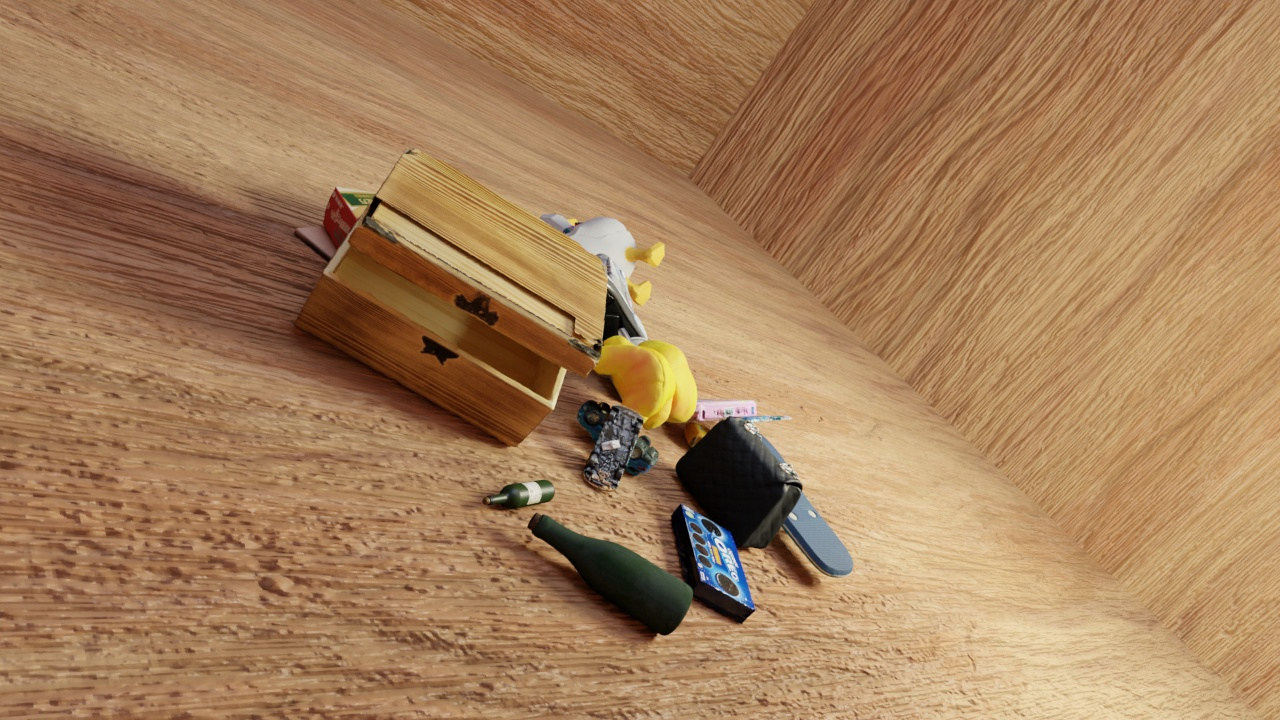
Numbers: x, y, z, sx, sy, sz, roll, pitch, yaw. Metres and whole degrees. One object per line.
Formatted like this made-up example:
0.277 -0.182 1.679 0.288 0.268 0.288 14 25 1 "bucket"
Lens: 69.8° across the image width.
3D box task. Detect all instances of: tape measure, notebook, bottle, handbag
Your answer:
0.096 0.120 1.380 0.059 0.030 0.068 32 11 -17 "tape measure"
-0.325 -0.107 1.183 0.209 0.008 0.141 39 18 5 "notebook"
-0.034 0.201 0.895 0.174 0.055 0.055 34 18 -7 "bottle"
0.145 0.161 1.219 0.114 0.125 0.153 18 26 -46 "handbag"
-0.124 0.137 0.929 0.025 0.025 0.106 45 19 23 "bottle"

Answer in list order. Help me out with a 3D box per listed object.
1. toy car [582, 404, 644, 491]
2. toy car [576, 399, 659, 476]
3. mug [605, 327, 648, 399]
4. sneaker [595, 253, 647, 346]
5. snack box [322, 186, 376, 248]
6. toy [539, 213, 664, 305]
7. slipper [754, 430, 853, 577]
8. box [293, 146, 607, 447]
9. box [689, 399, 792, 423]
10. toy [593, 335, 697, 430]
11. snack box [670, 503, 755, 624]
-0.036 0.110 1.109 0.047 0.047 0.111 26 62 -5 "toy car"
-0.032 0.099 1.168 0.120 0.044 0.056 41 18 3 "toy car"
-0.008 0.008 1.350 0.113 0.084 0.070 74 -12 -46 "mug"
-0.066 -0.115 1.368 0.257 0.093 0.160 57 21 -59 "sneaker"
-0.284 -0.161 1.212 0.235 0.060 0.113 1 39 -43 "snack box"
-0.097 -0.200 1.662 0.268 0.141 0.246 24 15 16 "toy"
0.193 0.204 1.318 0.118 0.060 0.294 13 32 -45 "slipper"
-0.187 -0.090 1.028 0.279 0.177 0.246 30 39 -16 "box"
0.137 0.079 1.411 0.160 0.035 0.230 1 -1 29 "box"
0.015 0.019 1.215 0.134 0.088 0.193 63 18 12 "toy"
0.083 0.235 1.075 0.082 0.027 0.150 31 19 -20 "snack box"
